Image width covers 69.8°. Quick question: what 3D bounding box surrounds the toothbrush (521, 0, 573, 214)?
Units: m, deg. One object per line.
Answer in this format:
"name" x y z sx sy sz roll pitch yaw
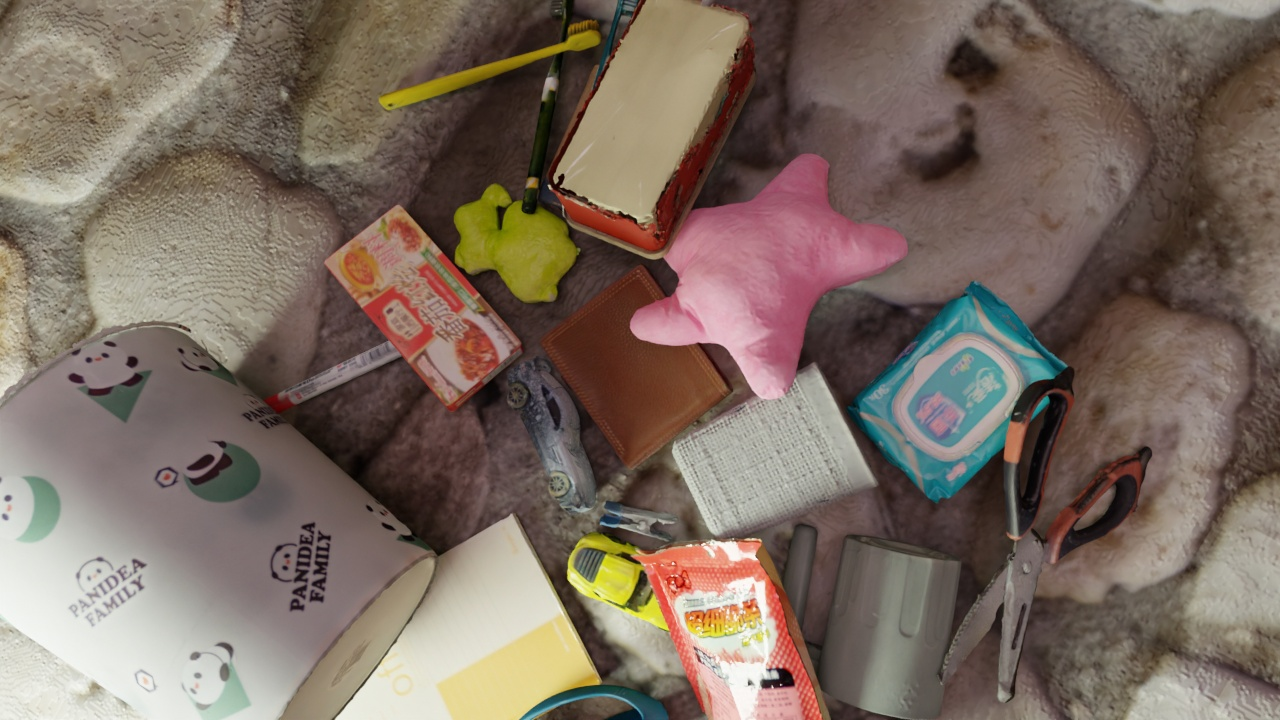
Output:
"toothbrush" -0.073 -0.200 0.702 0.017 0.012 0.185 5 79 17

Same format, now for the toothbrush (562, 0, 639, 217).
"toothbrush" -0.028 -0.196 0.680 0.018 0.016 0.191 14 84 3

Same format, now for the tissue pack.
"tissue pack" 0.218 0.022 0.634 0.093 0.050 0.133 44 95 10

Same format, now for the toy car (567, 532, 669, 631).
"toy car" -0.004 0.164 0.676 0.105 0.032 0.048 22 90 9

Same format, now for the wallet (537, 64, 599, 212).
"wallet" -0.018 -0.157 0.696 0.090 0.033 0.115 23 88 11

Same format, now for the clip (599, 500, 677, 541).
"clip" -0.001 0.118 0.682 0.058 0.025 0.036 15 96 5

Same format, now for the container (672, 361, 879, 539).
"container" 0.092 0.067 0.637 0.114 0.090 0.090 -27 82 11

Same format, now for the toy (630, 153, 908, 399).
"toy" 0.080 -0.073 0.644 0.179 0.075 0.194 30 70 33

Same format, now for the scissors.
"scissors" 0.261 0.113 0.600 0.226 0.015 0.189 -29 107 -17

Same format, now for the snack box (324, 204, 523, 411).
"snack box" -0.167 -0.041 0.709 0.075 0.025 0.153 -40 81 -10

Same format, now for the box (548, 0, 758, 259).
"box" 0.012 -0.166 0.629 0.091 0.078 0.168 24 80 15

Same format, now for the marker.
"marker" -0.246 0.014 0.734 0.145 0.017 0.017 -24 83 8

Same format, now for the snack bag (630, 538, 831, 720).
"snack bag" 0.073 0.217 0.616 0.129 0.073 0.208 -13 99 51

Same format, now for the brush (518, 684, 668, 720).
"brush" -0.048 0.278 0.666 0.144 0.055 0.073 -24 85 8

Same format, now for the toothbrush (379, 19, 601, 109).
"toothbrush" -0.119 -0.228 0.710 0.190 0.015 0.016 -11 69 18

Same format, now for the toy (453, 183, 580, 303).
"toy" -0.096 -0.091 0.705 0.100 0.031 0.096 -4 85 10

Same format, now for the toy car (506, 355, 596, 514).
"toy car" -0.062 0.055 0.680 0.037 0.054 0.120 -24 84 10

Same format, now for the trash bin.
"trash bin" -0.296 0.136 0.633 0.252 0.229 0.229 35 93 8

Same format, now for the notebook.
"notebook" -0.151 0.230 0.709 0.206 0.010 0.146 -30 82 7

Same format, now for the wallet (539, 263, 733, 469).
"wallet" -0.004 0.004 0.686 0.101 0.032 0.124 -37 81 9

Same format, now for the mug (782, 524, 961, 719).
"mug" 0.152 0.174 0.630 0.124 0.083 0.103 9 88 35
